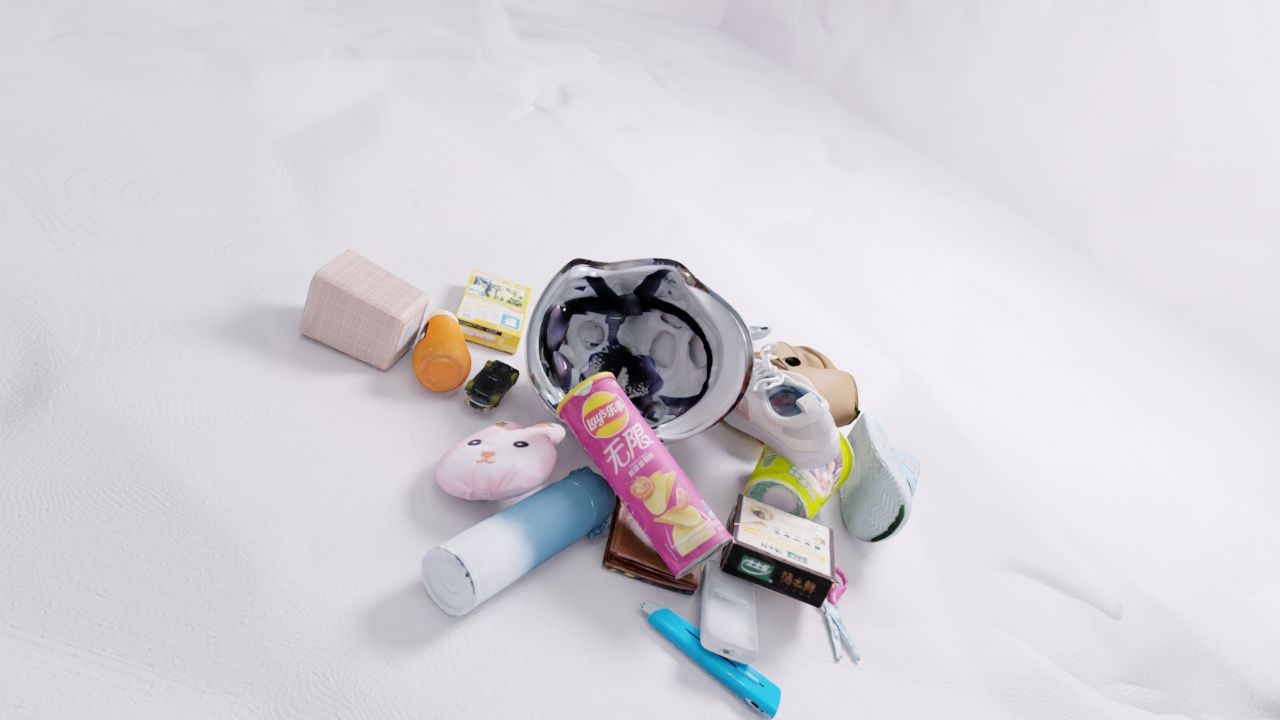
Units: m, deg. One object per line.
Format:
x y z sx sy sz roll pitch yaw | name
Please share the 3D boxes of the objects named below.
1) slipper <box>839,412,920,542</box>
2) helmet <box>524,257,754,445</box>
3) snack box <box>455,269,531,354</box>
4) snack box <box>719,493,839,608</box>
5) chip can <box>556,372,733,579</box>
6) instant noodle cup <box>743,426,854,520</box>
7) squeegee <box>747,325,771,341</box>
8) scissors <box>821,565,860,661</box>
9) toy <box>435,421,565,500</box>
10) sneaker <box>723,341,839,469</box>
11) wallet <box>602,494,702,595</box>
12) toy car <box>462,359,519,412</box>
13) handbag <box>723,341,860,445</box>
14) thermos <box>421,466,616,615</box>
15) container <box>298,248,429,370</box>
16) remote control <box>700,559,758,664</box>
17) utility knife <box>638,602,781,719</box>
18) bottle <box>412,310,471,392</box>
0.301 0.148 1.148 0.074 0.104 0.245 23 24 -4 | slipper
-0.006 0.006 1.083 0.258 0.146 0.228 7 69 -3 | helmet
-0.195 -0.066 1.215 0.087 0.034 0.140 17 32 -11 | snack box
0.146 0.200 0.964 0.113 0.053 0.125 20 22 3 | snack box
0.003 0.113 0.920 0.071 0.072 0.210 -18 64 -49 | chip can
0.178 0.139 1.075 0.112 0.112 0.123 31 39 13 | instant noodle cup
0.094 -0.045 1.371 0.246 0.039 0.246 4 30 -33 | squeegee
0.193 0.262 0.973 0.083 0.017 0.137 19 33 -9 | scissors
-0.140 0.097 0.954 0.121 0.054 0.159 0 18 13 | toy
0.143 0.034 1.081 0.089 0.091 0.242 -27 31 -14 | sneaker
0.017 0.184 0.962 0.101 0.032 0.124 23 30 -7 | wallet
-0.174 0.032 1.067 0.042 0.035 0.090 24 30 5 | toy car
0.196 0.039 1.244 0.204 0.100 0.148 -10 41 -35 | handbag
-0.105 0.166 0.873 0.070 0.070 0.219 37 32 22 | thermos
-0.316 -0.056 1.062 0.111 0.090 0.089 27 30 0 | container
0.086 0.245 0.903 0.056 0.020 0.135 21 20 -3 | remote control
0.064 0.274 0.859 0.159 0.018 0.034 33 32 19 | utility knife
-0.236 -0.020 1.088 0.066 0.067 0.149 12 24 -18 | bottle
